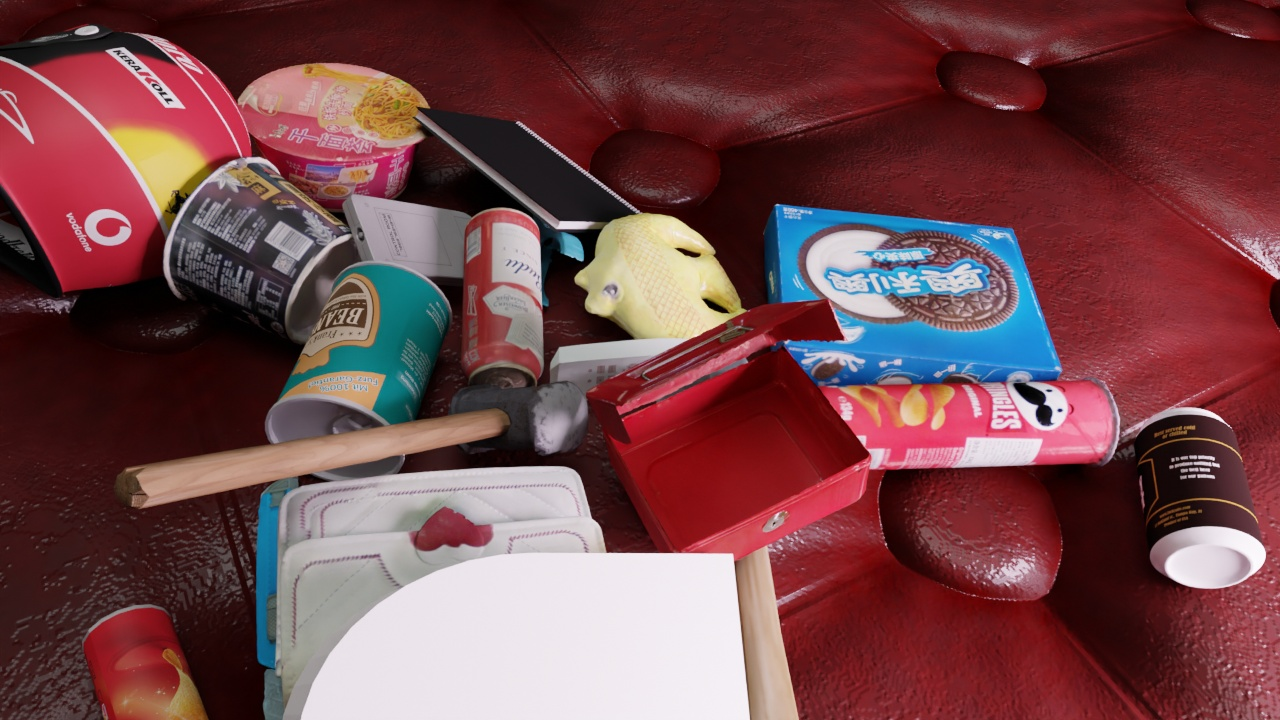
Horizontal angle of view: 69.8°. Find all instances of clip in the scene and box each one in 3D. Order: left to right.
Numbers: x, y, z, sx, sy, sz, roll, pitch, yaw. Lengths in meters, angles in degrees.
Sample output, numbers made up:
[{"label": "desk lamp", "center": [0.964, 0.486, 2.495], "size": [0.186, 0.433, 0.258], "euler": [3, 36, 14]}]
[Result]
[{"label": "clip", "center": [-0.078, -0.117, 0.841], "size": [0.031, 0.121, 0.130], "euler": [19, 52, -32]}]

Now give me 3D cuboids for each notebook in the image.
[{"label": "notebook", "center": [-0.103, -0.185, 0.898], "size": [0.207, 0.016, 0.148], "euler": [40, 26, 23]}]

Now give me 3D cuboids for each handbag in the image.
[{"label": "handbag", "center": [-0.123, 0.145, 0.577], "size": [0.198, 0.096, 0.141], "euler": [-2, 45, -20]}]

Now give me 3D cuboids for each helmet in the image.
[{"label": "helmet", "center": [-0.464, -0.181, 0.791], "size": [0.271, 0.198, 0.224], "euler": [24, 49, 27]}]

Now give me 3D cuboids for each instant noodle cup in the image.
[{"label": "instant noodle cup", "center": [-0.303, -0.083, 0.767], "size": [0.112, 0.138, 0.136], "euler": [30, 51, 8]}, {"label": "instant noodle cup", "center": [-0.300, -0.217, 0.913], "size": [0.178, 0.078, 0.178], "euler": [8, 44, -8]}]

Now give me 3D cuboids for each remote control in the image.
[{"label": "remote control", "center": [-0.188, -0.101, 0.802], "size": [0.150, 0.019, 0.074], "euler": [-2, 65, -57]}, {"label": "remote control", "center": [-0.004, 0.005, 0.762], "size": [0.143, 0.050, 0.024], "euler": [-5, 48, -10]}]

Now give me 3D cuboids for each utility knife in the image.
[{"label": "utility knife", "center": [-0.240, 0.168, 0.612], "size": [0.031, 0.015, 0.224], "euler": [-12, 51, -10]}]

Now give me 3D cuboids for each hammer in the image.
[{"label": "hammer", "center": [-0.162, 0.052, 0.583], "size": [0.098, 0.052, 0.327], "euler": [-3, 2, 35]}, {"label": "hammer", "center": [0.077, 0.133, 0.655], "size": [0.117, 0.051, 0.322], "euler": [-3, 50, -1]}]

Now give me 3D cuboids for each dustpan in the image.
[{"label": "dustpan", "center": [-0.060, 0.207, 0.508], "size": [0.257, 0.053, 0.191], "euler": [7, 68, -28]}]

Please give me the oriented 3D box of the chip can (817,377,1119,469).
[{"label": "chip can", "center": [0.250, 0.052, 0.731], "size": [0.233, 0.073, 0.073], "euler": [-1, 47, -5]}]

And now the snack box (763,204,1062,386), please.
[{"label": "snack box", "center": [0.235, -0.052, 0.836], "size": [0.239, 0.056, 0.195], "euler": [6, 46, -1]}]

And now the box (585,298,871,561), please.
[{"label": "box", "center": [0.063, 0.055, 0.632], "size": [0.157, 0.156, 0.147], "euler": [-26, 12, -9]}]

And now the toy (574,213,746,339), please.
[{"label": "toy", "center": [0.019, -0.067, 0.826], "size": [0.154, 0.065, 0.170], "euler": [-5, 54, -26]}]

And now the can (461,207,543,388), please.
[{"label": "can", "center": [-0.117, -0.050, 0.776], "size": [0.067, 0.067, 0.170], "euler": [-1, 56, -7]}]

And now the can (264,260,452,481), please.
[{"label": "can", "center": [-0.211, 0.008, 0.704], "size": [0.099, 0.099, 0.143], "euler": [7, 47, 1]}]

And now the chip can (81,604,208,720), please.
[{"label": "chip can", "center": [-0.262, 0.237, 0.519], "size": [0.051, 0.052, 0.214], "euler": [-24, 54, -26]}]

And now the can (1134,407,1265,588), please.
[{"label": "can", "center": [0.422, 0.103, 0.699], "size": [0.072, 0.072, 0.128], "euler": [14, 47, 7]}]
